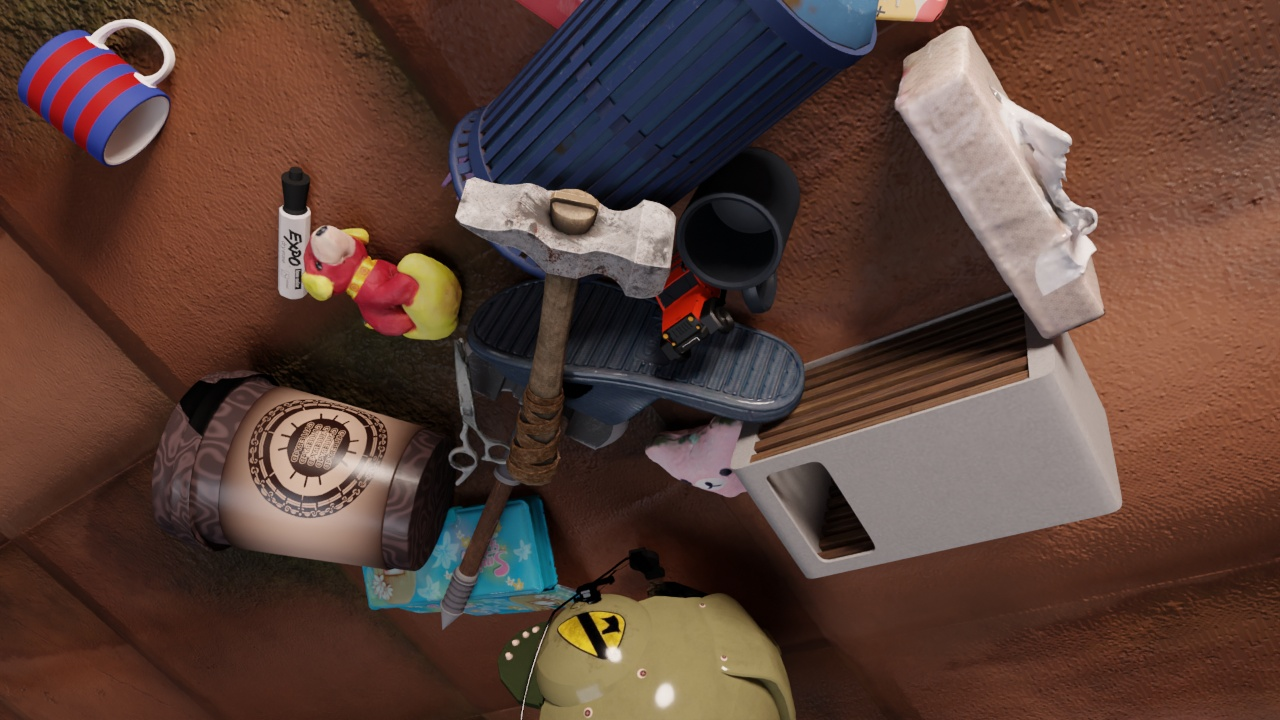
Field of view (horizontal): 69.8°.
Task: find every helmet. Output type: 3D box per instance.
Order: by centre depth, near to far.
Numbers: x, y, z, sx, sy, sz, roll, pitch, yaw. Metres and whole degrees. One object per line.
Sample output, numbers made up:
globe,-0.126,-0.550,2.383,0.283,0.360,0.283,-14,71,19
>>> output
helmet,0.018,0.303,0.803,0.233,0.254,0.251,4,127,21

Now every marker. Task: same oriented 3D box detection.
marker,-0.296,-0.108,0.785,0.025,0.025,0.126,22,129,4

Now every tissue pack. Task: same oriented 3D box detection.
tissue pack,0.225,-0.107,0.547,0.071,0.103,0.181,-24,112,30

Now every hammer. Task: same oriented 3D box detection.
hammer,-0.064,0.002,0.625,0.121,0.048,0.320,11,144,-4
hammer,-0.134,0.134,0.842,0.156,0.043,0.323,26,116,1

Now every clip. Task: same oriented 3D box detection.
clip,-0.136,-0.149,0.706,0.053,0.013,0.037,-25,113,30

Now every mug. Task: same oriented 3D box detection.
mug,0.073,-0.084,0.634,0.071,0.077,0.105,-8,121,25
mug,-0.421,-0.222,0.727,0.076,0.075,0.112,39,102,-10

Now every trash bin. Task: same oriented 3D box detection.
trash bin,0.010,-0.165,0.544,0.139,0.138,0.250,45,132,-14
trash bin,0.200,0.056,0.663,0.229,0.114,0.114,-22,114,31

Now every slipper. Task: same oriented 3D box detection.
slipper,-0.004,0.004,0.721,0.264,0.101,0.083,12,144,11

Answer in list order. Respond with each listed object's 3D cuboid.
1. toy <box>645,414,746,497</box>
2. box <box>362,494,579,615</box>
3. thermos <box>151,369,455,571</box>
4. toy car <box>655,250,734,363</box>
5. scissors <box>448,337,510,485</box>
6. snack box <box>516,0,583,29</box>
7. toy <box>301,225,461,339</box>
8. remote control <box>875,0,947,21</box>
toy,0.066,0.085,0.776,0.099,0.052,0.096,-21,127,34
box,-0.177,0.227,0.951,0.228,0.083,0.172,-13,118,27
thermos,-0.303,0.110,0.861,0.226,0.172,0.173,11,127,4
toy car,0.037,-0.046,0.659,0.049,0.100,0.051,42,125,-20
scissors,-0.149,0.047,0.755,0.090,0.014,0.172,-14,131,14
snack box,-0.062,-0.272,0.585,0.133,0.021,0.089,33,128,-5
toy,-0.217,-0.061,0.774,0.137,0.067,0.106,26,132,-15
remote control,0.122,-0.227,0.552,0.126,0.018,0.038,8,126,13
